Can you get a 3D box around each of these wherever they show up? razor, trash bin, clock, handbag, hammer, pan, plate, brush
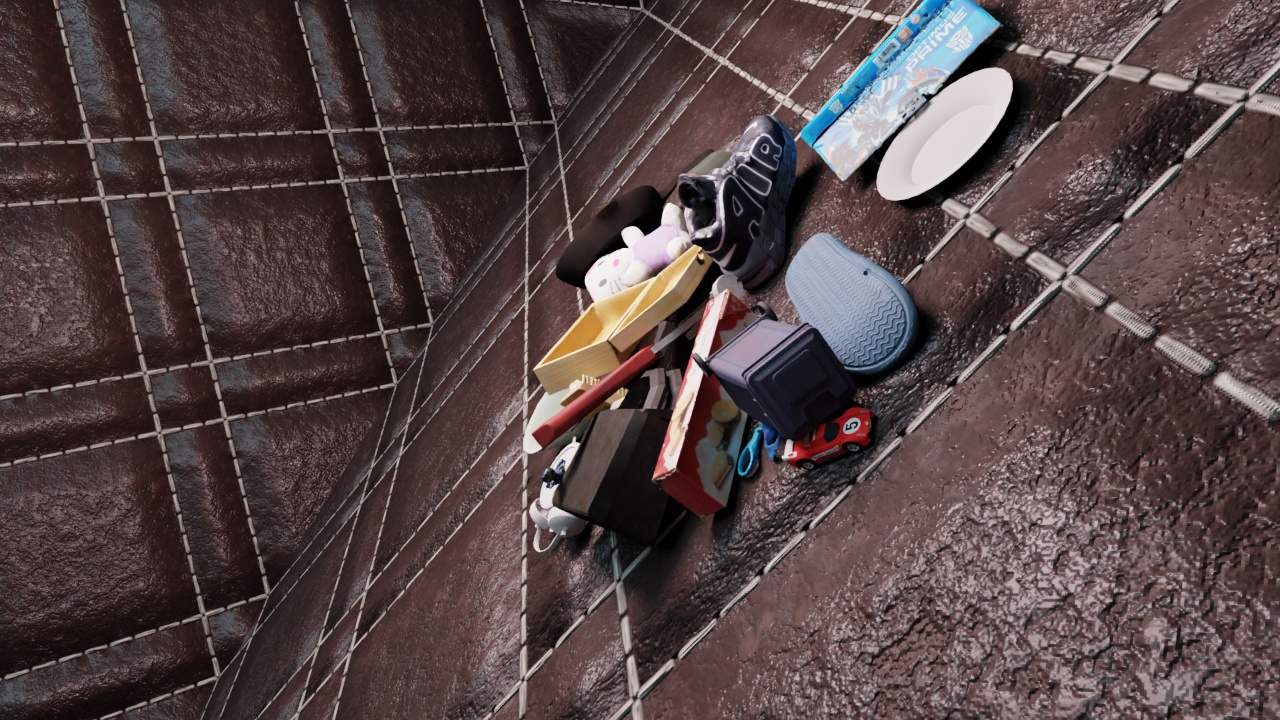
[{"bbox_3d":[-0.105,0.142,1.118,0.044,0.018,0.141,-61,-3,-5],"label":"razor"},{"bbox_3d":[0.129,0.010,0.893,0.093,0.092,0.161,-38,12,-5],"label":"trash bin"},{"bbox_3d":[-0.091,0.181,1.200,0.120,0.061,0.159,-6,56,65],"label":"clock"},{"bbox_3d":[-0.003,0.100,1.058,0.199,0.102,0.197,-67,14,-11],"label":"handbag"},{"bbox_3d":[-0.007,0.007,1.143,0.315,0.036,0.126,-38,-5,-22],"label":"hammer"},{"bbox_3d":[0.003,-0.246,1.598,0.355,0.043,0.249,-40,-10,-9],"label":"pan"},{"bbox_3d":[0.327,-0.236,0.983,0.173,0.019,0.172,-45,22,24],"label":"plate"},{"bbox_3d":[-0.045,0.053,1.202,0.049,0.117,0.039,-37,46,42],"label":"brush"}]

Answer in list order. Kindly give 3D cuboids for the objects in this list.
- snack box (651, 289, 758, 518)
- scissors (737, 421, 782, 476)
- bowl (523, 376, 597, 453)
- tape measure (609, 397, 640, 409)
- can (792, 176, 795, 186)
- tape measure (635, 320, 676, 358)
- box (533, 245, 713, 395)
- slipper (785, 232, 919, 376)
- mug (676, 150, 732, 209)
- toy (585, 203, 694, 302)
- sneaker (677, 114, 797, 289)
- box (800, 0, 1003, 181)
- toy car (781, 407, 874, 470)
[{"bbox_3d":[0.082,0.038,0.996,0.044,0.076,0.272,-32,27,41],"label":"snack box"},{"bbox_3d":[0.132,0.063,0.958,0.073,0.016,0.133,-45,17,37],"label":"scissors"},{"bbox_3d":[-0.095,0.078,1.348,0.174,0.068,0.174,-45,20,21],"label":"bowl"},{"bbox_3d":[-0.014,0.078,1.175,0.065,0.064,0.016,-40,24,22],"label":"tape measure"},{"bbox_3d":[0.178,-0.257,1.311,0.044,0.044,0.107,-57,20,-8],"label":"can"},{"bbox_3d":[0.021,-0.028,1.329,0.060,0.020,0.062,-21,39,57],"label":"tape measure"},{"bbox_3d":[-0.006,-0.071,1.293,0.258,0.076,0.246,-36,11,29],"label":"box"},{"bbox_3d":[0.207,-0.055,0.910,0.104,0.059,0.213,-58,30,18],"label":"slipper"},{"bbox_3d":[0.113,-0.256,1.399,0.081,0.085,0.111,-44,-28,-29],"label":"mug"},{"bbox_3d":[0.000,-0.152,1.473,0.210,0.085,0.137,-35,45,29],"label":"toy"},{"bbox_3d":[0.114,-0.228,1.190,0.097,0.150,0.252,-20,54,50],"label":"sneaker"},{"bbox_3d":[0.301,-0.343,1.110,0.244,0.075,0.166,-46,14,22],"label":"box"},{"bbox_3d":[0.171,0.070,0.833,0.090,0.025,0.038,-32,30,46],"label":"toy car"}]
